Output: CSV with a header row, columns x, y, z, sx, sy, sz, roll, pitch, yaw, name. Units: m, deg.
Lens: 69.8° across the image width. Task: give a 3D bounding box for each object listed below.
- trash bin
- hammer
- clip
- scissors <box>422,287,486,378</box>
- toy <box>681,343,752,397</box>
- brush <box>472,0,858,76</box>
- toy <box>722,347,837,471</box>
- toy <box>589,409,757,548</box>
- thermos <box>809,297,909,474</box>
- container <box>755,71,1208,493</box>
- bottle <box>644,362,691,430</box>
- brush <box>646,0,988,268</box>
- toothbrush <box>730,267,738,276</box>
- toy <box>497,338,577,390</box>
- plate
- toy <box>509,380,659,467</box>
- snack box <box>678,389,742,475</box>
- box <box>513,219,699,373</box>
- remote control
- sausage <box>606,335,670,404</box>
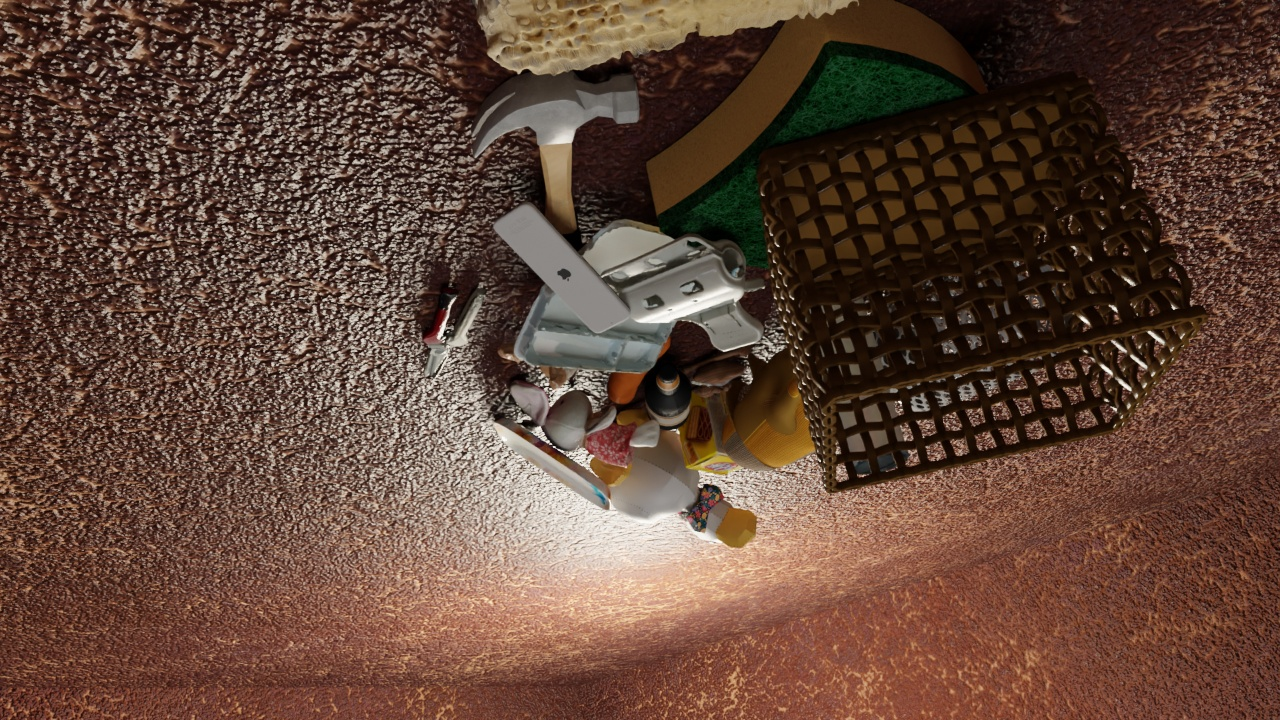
x,y,z,sx,sy,sz,roll,pitch,yaw,name
0.372,-0.036,1.054,0.156,0.156,0.184,12,148,-37,trash bin
-0.073,-0.133,0.833,0.131,0.039,0.329,-6,154,-5,hammer
0.050,-0.064,0.836,0.143,0.074,0.125,27,152,-38,clip
-0.219,-0.028,1.011,0.188,0.015,0.146,-25,151,27,scissors
0.102,0.013,1.169,0.102,0.055,0.041,-22,-169,35,toy
0.023,-0.253,0.607,0.271,0.056,0.083,-11,154,2,brush
0.187,0.057,1.175,0.204,0.162,0.198,-44,162,32,toy
0.032,0.179,1.338,0.247,0.140,0.267,16,158,43,toy
0.229,0.006,0.997,0.068,0.229,0.068,-9,155,-4,thermos
0.245,-0.050,0.737,0.252,0.213,0.220,-13,153,6,container
0.035,0.040,1.155,0.059,0.059,0.182,-10,162,-1,bottle
0.149,-0.180,0.775,0.194,0.075,0.251,9,148,-33,brush
0.106,-0.094,0.996,0.022,0.016,0.155,-41,166,-28,toothbrush
-0.106,-0.009,1.041,0.085,0.074,0.106,19,178,10,toy
-0.114,0.139,1.240,0.187,0.016,0.187,32,165,7,plate
-0.073,0.083,1.186,0.194,0.084,0.159,13,157,11,toy
0.101,0.098,1.269,0.083,0.105,0.061,17,143,-43,snack box
-0.014,-0.064,0.929,0.209,0.061,0.193,2,129,-50,box
-0.068,-0.081,0.818,0.045,0.008,0.146,-25,123,30,remote control
-0.007,0.007,1.126,0.044,0.039,0.165,-6,154,-24,sausage
